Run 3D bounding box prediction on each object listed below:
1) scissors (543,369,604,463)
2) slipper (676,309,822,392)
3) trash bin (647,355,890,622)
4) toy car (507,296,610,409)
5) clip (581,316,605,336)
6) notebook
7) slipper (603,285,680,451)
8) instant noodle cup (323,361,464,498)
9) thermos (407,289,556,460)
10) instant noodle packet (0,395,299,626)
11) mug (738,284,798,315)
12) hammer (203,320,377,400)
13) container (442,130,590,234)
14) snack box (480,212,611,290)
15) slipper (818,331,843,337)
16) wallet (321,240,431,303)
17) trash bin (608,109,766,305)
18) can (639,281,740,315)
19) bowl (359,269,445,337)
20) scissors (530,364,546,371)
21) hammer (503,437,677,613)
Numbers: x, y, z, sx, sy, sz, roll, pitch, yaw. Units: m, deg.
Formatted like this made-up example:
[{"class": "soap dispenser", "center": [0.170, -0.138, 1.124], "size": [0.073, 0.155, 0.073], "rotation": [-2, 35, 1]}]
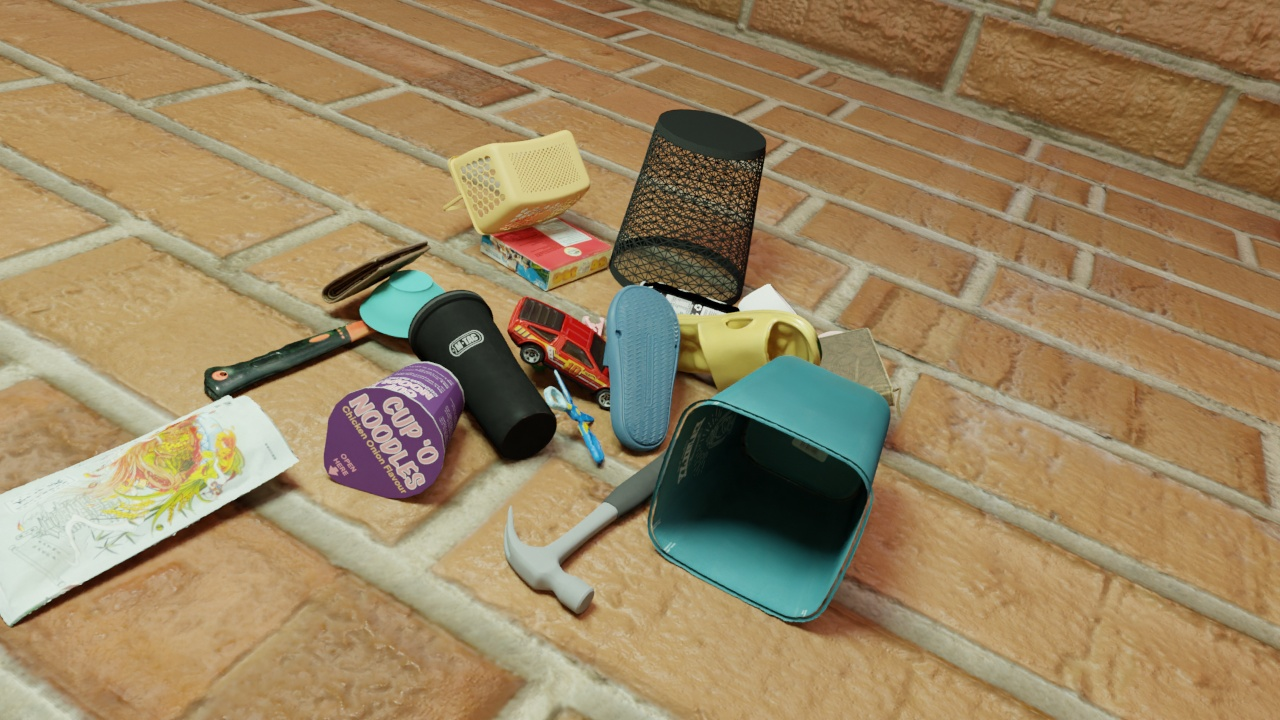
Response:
[{"class": "scissors", "center": [-0.076, 0.062, 1.044], "size": [0.013, 0.129, 0.125], "rotation": [-32, 64, 7]}, {"class": "slipper", "center": [0.102, -0.005, 1.139], "size": [0.264, 0.099, 0.078], "rotation": [6, 43, 43]}, {"class": "trash bin", "center": [0.151, 0.112, 0.959], "size": [0.199, 0.197, 0.218], "rotation": [25, 28, 17]}, {"class": "toy car", "center": [-0.077, -0.008, 1.131], "size": [0.189, 0.056, 0.081], "rotation": [34, 31, -15]}, {"class": "clip", "center": [-0.067, -0.046, 1.263], "size": [0.050, 0.023, 0.058], "rotation": [16, 31, 13]}, {"class": "notebook", "center": [0.205, 0.037, 1.146], "size": [0.215, 0.034, 0.189], "rotation": [-12, 31, 8]}, {"class": "slipper", "center": [-0.006, 0.006, 1.102], "size": [0.103, 0.059, 0.213], "rotation": [19, 63, -34]}, {"class": "instant noodle cup", "center": [-0.249, 0.064, 0.963], "size": [0.137, 0.122, 0.121], "rotation": [-27, 15, 18]}, {"class": "thermos", "center": [-0.180, 0.016, 1.060], "size": [0.105, 0.106, 0.218], "rotation": [-13, 46, -35]}, {"class": "instant noodle packet", "center": [-0.468, 0.117, 0.842], "size": [0.147, 0.057, 0.268], "rotation": [31, 41, 28]}, {"class": "mug", "center": [0.181, -0.059, 1.321], "size": [0.090, 0.076, 0.123], "rotation": [49, 12, -2]}, {"class": "hammer", "center": [-0.371, -0.025, 1.115], "size": [0.133, 0.033, 0.332], "rotation": [33, 38, 26]}, {"class": "container", "center": [-0.191, -0.265, 1.395], "size": [0.182, 0.129, 0.167], "rotation": [-25, 5, -43]}, {"class": "snack box", "center": [-0.144, -0.171, 1.408], "size": [0.145, 0.040, 0.142], "rotation": [32, 37, 27]}, {"class": "slipper", "center": [0.262, 0.018, 1.253], "size": [0.107, 0.056, 0.220], "rotation": [26, 36, 15]}, {"class": "wallet", "center": [-0.335, -0.113, 1.163], "size": [0.027, 0.121, 0.098], "rotation": [62, 34, -6]}, {"class": "trash bin", "center": [0.080, -0.235, 1.396], "size": [0.217, 0.244, 0.216], "rotation": [9, 33, -6]}, {"class": "can", "center": [0.062, -0.054, 1.266], "size": [0.146, 0.080, 0.080], "rotation": [19, 33, 8]}, {"class": "bowl", "center": [-0.289, -0.081, 1.152], "size": [0.121, 0.046, 0.121], "rotation": [8, 34, -5]}, {"class": "scissors", "center": [-0.093, -0.014, 1.211], "size": [0.117, 0.012, 0.129], "rotation": [23, 35, 12]}, {"class": "hammer", "center": [-0.022, 0.148, 0.977], "size": [0.125, 0.030, 0.309], "rotation": [30, 35, 23]}]
